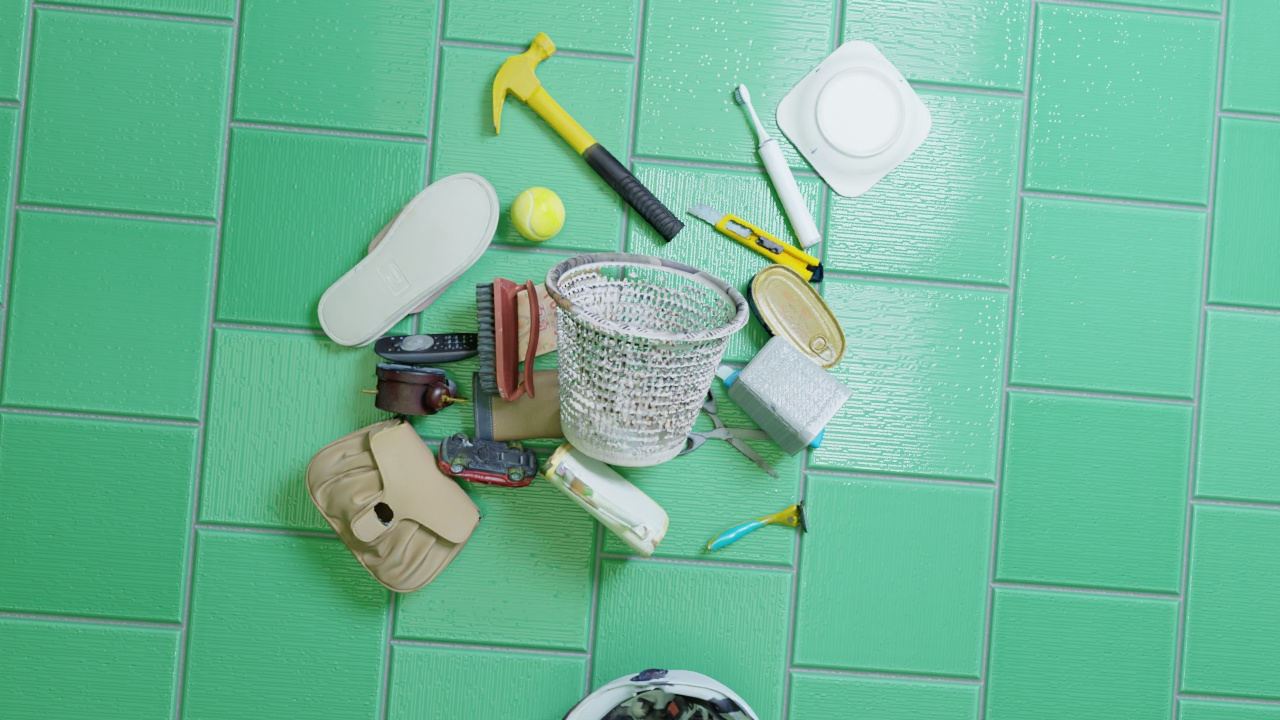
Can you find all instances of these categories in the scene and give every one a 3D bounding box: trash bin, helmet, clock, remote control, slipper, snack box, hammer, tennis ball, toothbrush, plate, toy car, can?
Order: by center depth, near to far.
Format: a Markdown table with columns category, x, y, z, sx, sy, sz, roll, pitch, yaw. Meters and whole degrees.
| category | x | y | z | sx | sy | sz | roll | pitch | yaw |
| --- | --- | --- | --- | --- | --- | --- | --- | --- | --- |
| trash bin | -0.006 | 0.005 | 1.046 | 0.227 | 0.227 | 0.192 | 9 | 116 | -2 |
| helmet | 0.027 | 0.465 | 1.077 | 0.259 | 0.146 | 0.229 | 1 | 88 | 6 |
| clock | -0.266 | 0.035 | 1.103 | 0.122 | 0.082 | 0.055 | 9 | 93 | 0 |
| toy car | -0.186 | 0.125 | 1.109 | 0.120 | 0.052 | 0.045 | 14 | 129 | -18 |
| slipper | -0.278 | -0.119 | 1.116 | 0.274 | 0.054 | 0.114 | -42 | 88 | 9 |
| tennis ball | -0.125 | -0.178 | 1.118 | 0.065 | 0.065 | 0.065 | 0 | 89 | -2 |
| remote control | -0.254 | -0.013 | 1.120 | 0.136 | 0.053 | 0.024 | -3 | 122 | -8 |
| can | 0.191 | -0.052 | 1.135 | 0.074 | 0.049 | 0.148 | -39 | 91 | -2 |
| snack box | -0.113 | -0.054 | 1.137 | 0.157 | 0.026 | 0.084 | -18 | 90 | -2 |
| hammer | -0.063 | -0.260 | 1.137 | 0.300 | 0.033 | 0.129 | 44 | 89 | -1 |
| toothbrush | 0.169 | -0.244 | 1.148 | 0.026 | 0.026 | 0.221 | -25 | 91 | -41 |
| plate | 0.272 | -0.306 | 1.149 | 0.163 | 0.034 | 0.164 | -42 | 92 | -2 |

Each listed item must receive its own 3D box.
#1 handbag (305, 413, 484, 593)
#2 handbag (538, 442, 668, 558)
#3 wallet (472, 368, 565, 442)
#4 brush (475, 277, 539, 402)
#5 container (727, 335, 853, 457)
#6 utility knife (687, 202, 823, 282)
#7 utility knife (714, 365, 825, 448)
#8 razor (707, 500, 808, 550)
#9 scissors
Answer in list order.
| category | x | y | z | sx | sy | sz | roll | pitch | yaw |
| --- | --- | --- | --- | --- | --- | --- | --- | --- | --- |
| handbag | -0.294 | 0.170 | 1.091 | 0.147 | 0.100 | 0.204 | -38 | 95 | -4 |
| handbag | -0.040 | 0.159 | 1.062 | 0.163 | 0.179 | 0.063 | 38 | 83 | 0 |
| wallet | -0.149 | 0.055 | 1.132 | 0.115 | 0.033 | 0.090 | -4 | 92 | -3 |
| brush | -0.155 | -0.023 | 1.087 | 0.069 | 0.063 | 0.146 | -1 | 89 | 12 |
| container | 0.174 | 0.040 | 1.100 | 0.114 | 0.090 | 0.090 | 42 | 74 | 7 |
| utility knife | 0.147 | -0.149 | 1.152 | 0.192 | 0.015 | 0.033 | 28 | 86 | -1 |
| utility knife | 0.162 | 0.053 | 1.149 | 0.162 | 0.018 | 0.034 | 33 | 89 | 0 |
| razor | 0.144 | 0.210 | 1.141 | 0.132 | 0.028 | 0.043 | -18 | 121 | -5 |
| scissors | 0.103 | 0.087 | 1.151 | 0.178 | 0.014 | 0.159 | -18 | 92 | -4 |
